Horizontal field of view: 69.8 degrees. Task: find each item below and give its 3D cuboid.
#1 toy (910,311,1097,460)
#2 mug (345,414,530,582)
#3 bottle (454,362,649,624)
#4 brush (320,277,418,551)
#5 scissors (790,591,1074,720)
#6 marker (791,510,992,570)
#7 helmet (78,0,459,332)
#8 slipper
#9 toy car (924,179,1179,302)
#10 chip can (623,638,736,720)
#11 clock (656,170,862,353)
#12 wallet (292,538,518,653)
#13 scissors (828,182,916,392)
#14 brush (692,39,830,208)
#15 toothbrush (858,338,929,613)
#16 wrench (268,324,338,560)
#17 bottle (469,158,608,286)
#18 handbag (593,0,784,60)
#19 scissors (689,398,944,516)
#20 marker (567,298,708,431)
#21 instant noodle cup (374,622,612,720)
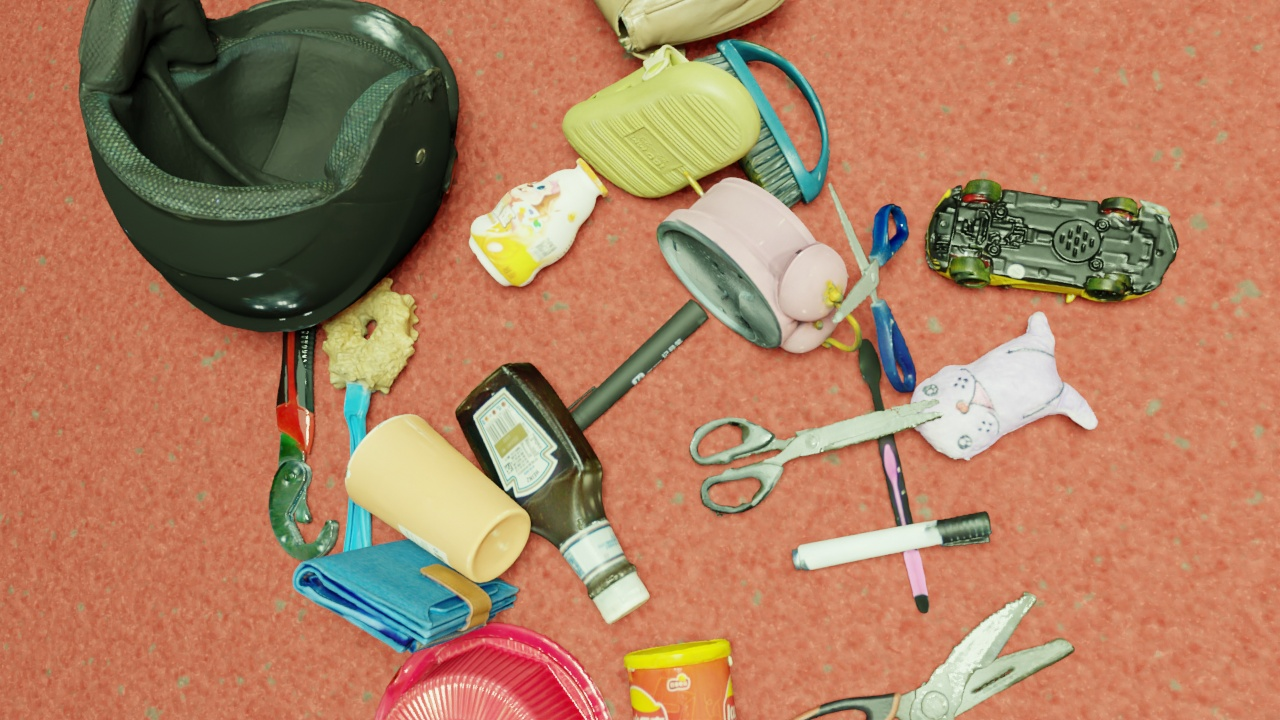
[{"bbox_3d":[0.234,0.026,0.607,0.108,0.039,0.083,-25,71,7],"label":"toy"},{"bbox_3d":[-0.141,0.101,0.653,0.123,0.078,0.078,30,87,30],"label":"mug"},{"bbox_3d":[-0.059,0.096,0.660,0.080,0.044,0.195,-42,72,24],"label":"bottle"},{"bbox_3d":[-0.217,0.060,0.718,0.083,0.046,0.254,-1,82,10],"label":"brush"},{"bbox_3d":[0.178,0.241,0.591,0.196,0.015,0.215,5,79,15],"label":"scissors"},{"bbox_3d":[0.165,0.122,0.608,0.131,0.018,0.022,-16,89,18],"label":"marker"},{"bbox_3d":[-0.257,-0.157,0.673,0.233,0.231,0.273,25,43,2],"label":"helmet"},{"bbox_3d":[0.023,-0.173,0.647,0.081,0.091,0.191,-55,26,-19],"label":"slipper"},{"bbox_3d":[0.272,-0.077,0.618,0.156,0.041,0.071,9,81,17],"label":"toy car"},{"bbox_3d":[0.036,0.293,0.586,0.073,0.073,0.216,-9,77,12],"label":"chip can"},{"bbox_3d":[0.085,-0.058,0.625,0.059,0.117,0.158,-44,70,-10],"label":"clock"},{"bbox_3d":[-0.155,0.156,0.628,0.106,0.133,0.040,22,93,18],"label":"wallet"},{"bbox_3d":[0.155,-0.048,0.601,0.012,0.172,0.162,-7,111,33],"label":"scissors"},{"bbox_3d":[0.095,-0.179,0.676,0.073,0.055,0.143,-29,73,7],"label":"brush"},{"bbox_3d":[0.173,0.077,0.629,0.014,0.017,0.189,-12,79,12],"label":"toothbrush"},{"bbox_3d":[-0.277,0.025,0.748,0.056,0.016,0.273,-8,77,10],"label":"wrench"},{"bbox_3d":[-0.076,-0.107,0.701,0.108,0.063,0.063,-39,72,3],"label":"bottle"},{"bbox_3d":[0.021,-0.317,0.696,0.148,0.100,0.204,-29,59,4],"label":"handbag"},{"bbox_3d":[0.113,0.048,0.630,0.137,0.014,0.175,43,101,25],"label":"scissors"},{"bbox_3d":[-0.004,0.004,0.682,0.132,0.020,0.022,-42,87,3],"label":"marker"},{"bbox_3d":[-0.113,0.281,0.629,0.194,0.066,0.193,-3,78,12],"label":"instant noodle cup"}]
